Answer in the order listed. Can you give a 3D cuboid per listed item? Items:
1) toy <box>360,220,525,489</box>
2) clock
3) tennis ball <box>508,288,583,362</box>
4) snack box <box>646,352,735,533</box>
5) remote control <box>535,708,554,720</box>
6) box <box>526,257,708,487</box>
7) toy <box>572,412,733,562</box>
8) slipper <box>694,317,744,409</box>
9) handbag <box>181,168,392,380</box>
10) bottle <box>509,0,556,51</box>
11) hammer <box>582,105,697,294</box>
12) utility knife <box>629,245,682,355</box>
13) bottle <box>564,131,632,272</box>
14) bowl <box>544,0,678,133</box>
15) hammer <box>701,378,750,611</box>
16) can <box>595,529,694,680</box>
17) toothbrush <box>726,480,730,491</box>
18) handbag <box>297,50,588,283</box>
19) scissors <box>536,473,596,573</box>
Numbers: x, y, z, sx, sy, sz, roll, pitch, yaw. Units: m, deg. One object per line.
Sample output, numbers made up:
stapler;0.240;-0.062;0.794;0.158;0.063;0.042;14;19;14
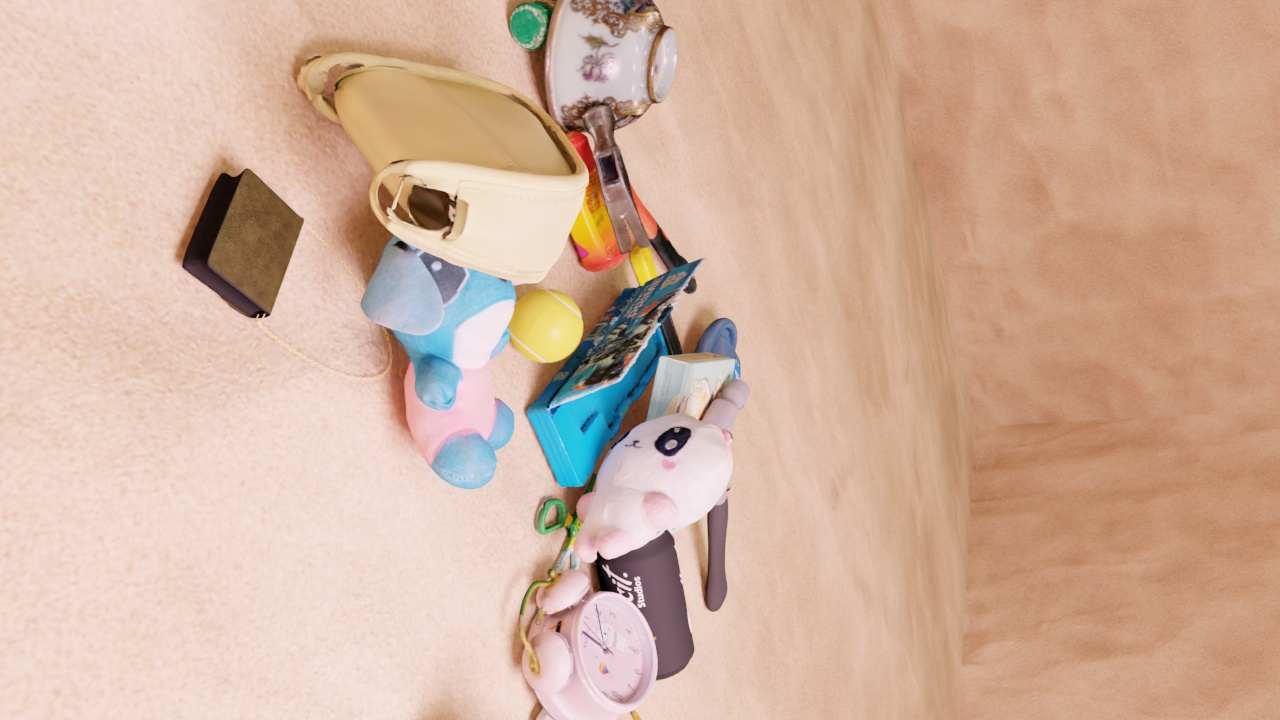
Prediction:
toy;-0.133;-0.013;0.684;0.223;0.099;0.191;-50;135;-74
clock;-0.051;0.249;0.800;0.158;0.059;0.116;43;37;-27
tennis ball;-0.083;-0.031;0.808;0.065;0.065;0.065;20;68;-60
snack box;0.044;0.089;0.996;0.141;0.044;0.193;-5;108;-65
remote control;-0.058;0.304;0.839;0.133;0.022;0.050;-45;125;-56
box;-0.005;0.004;0.900;0.242;0.114;0.114;-56;133;-51
toy;0.006;0.122;0.851;0.179;0.139;0.101;-41;116;-39
slipper;0.093;0.039;1.137;0.104;0.059;0.213;61;39;-51
handbag;-0.218;-0.042;0.604;0.178;0.027;0.084;53;38;-54
bottle;-0.085;-0.331;0.890;0.109;0.043;0.043;-50;128;-55
hammer;0.014;-0.139;0.990;0.333;0.033;0.133;38;36;-70
utility knife;0.024;-0.054;1.072;0.028;0.020;0.174;-55;131;-50
bottle;-0.053;-0.158;0.909;0.134;0.049;0.071;68;29;-28
bowl;-0.019;-0.295;0.898;0.159;0.094;0.160;16;89;-75
hammer;0.087;0.177;1.051;0.124;0.029;0.311;-50;147;-48
can;0.004;0.234;0.907;0.080;0.080;0.146;-31;114;-60
toothbrush;0.102;0.135;1.140;0.014;0.017;0.188;-44;154;-11
handbag;-0.125;-0.130;0.626;0.190;0.233;0.089;7;119;-38
scissors;-0.061;0.164;0.874;0.130;0.012;0.112;-1;88;-64
